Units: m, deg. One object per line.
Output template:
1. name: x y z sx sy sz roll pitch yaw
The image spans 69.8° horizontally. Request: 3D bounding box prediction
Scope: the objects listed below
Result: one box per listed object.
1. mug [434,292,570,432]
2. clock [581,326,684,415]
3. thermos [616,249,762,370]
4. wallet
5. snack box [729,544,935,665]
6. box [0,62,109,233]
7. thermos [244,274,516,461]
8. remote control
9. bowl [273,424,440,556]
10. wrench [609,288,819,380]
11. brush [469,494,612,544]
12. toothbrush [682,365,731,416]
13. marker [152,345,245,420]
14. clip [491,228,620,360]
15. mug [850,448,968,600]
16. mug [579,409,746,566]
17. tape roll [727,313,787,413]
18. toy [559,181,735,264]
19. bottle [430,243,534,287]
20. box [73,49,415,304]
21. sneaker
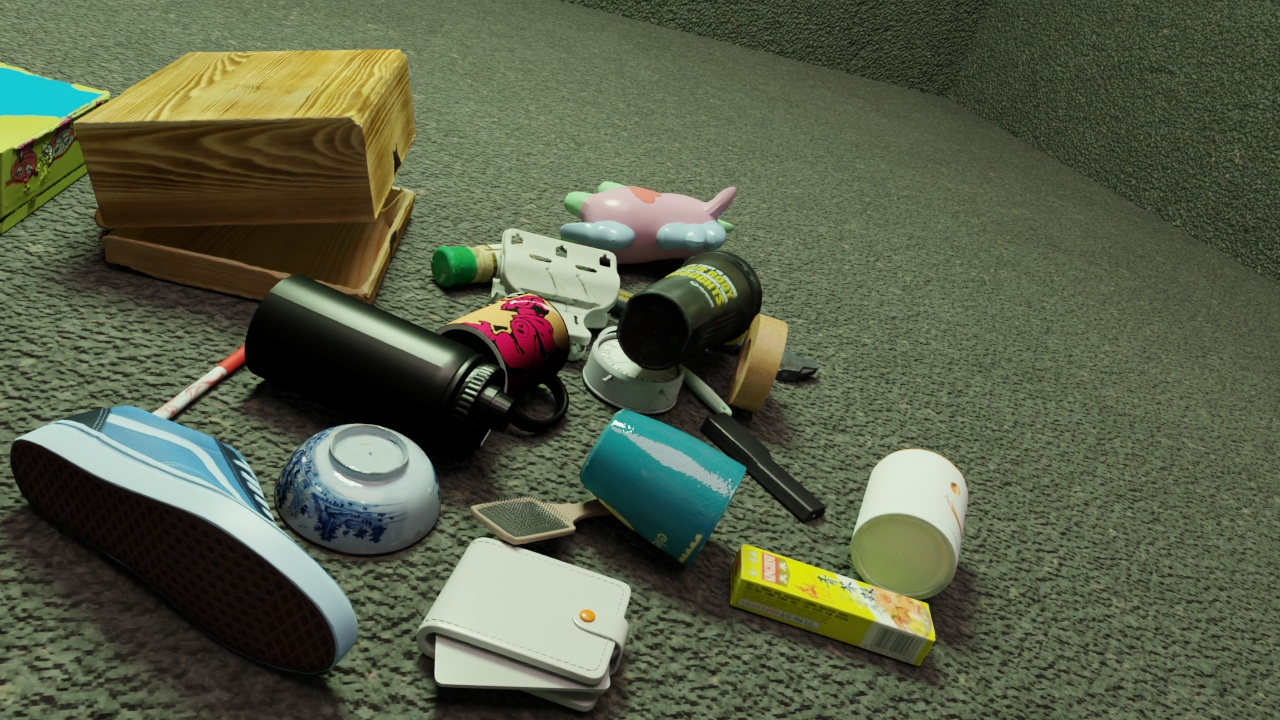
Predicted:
1. mug: -0.108 0.008 0.780 0.118 0.082 0.098 52 33 2
2. clock: -0.005 0.005 0.880 0.094 0.035 0.122 16 29 -7
3. thermos: 0.052 -0.048 0.888 0.098 0.098 0.220 27 22 14
4. wallet: -0.070 0.166 0.555 0.118 0.038 0.115 18 28 4
5. snack box: 0.138 0.178 0.669 0.148 0.029 0.040 18 28 -2
6. box: -0.596 -0.205 0.850 0.124 0.079 0.220 13 26 -14
7. thermos: -0.190 0.011 0.702 0.198 0.086 0.085 23 29 7
8. remote control: 0.109 0.092 0.817 0.032 0.015 0.136 -9 39 -41
9. bowl: -0.190 0.077 0.630 0.114 0.045 0.114 15 29 -8
10. wrench: 0.065 -0.034 1.007 0.273 0.022 0.073 19 35 -2
11. brush: -0.058 0.107 0.660 0.050 0.015 0.135 27 15 35
12. toothbrush: 0.044 0.011 0.920 0.022 0.015 0.155 -33 48 -13
13. marker: -0.324 0.014 0.694 0.013 0.013 0.142 20 29 2
14. clip: -0.087 -0.054 0.931 0.126 0.102 0.151 9 59 -15
15. mug: 0.219 0.131 0.746 0.082 0.082 0.105 26 30 12
16. mug: 0.013 0.091 0.694 0.104 0.084 0.112 31 -6 5
17. tape roll: 0.113 0.003 0.894 0.027 0.094 0.093 18 28 -2
18. toy: 0.009 -0.161 1.114 0.171 0.120 0.221 21 26 24
19. bottle: -0.164 -0.102 0.965 0.110 0.043 0.043 -11 40 -44
20. box: -0.362 -0.181 0.890 0.251 0.192 0.278 0 31 -5
21. sneaker: -0.246 0.087 0.542 0.241 0.084 0.098 25 29 17
